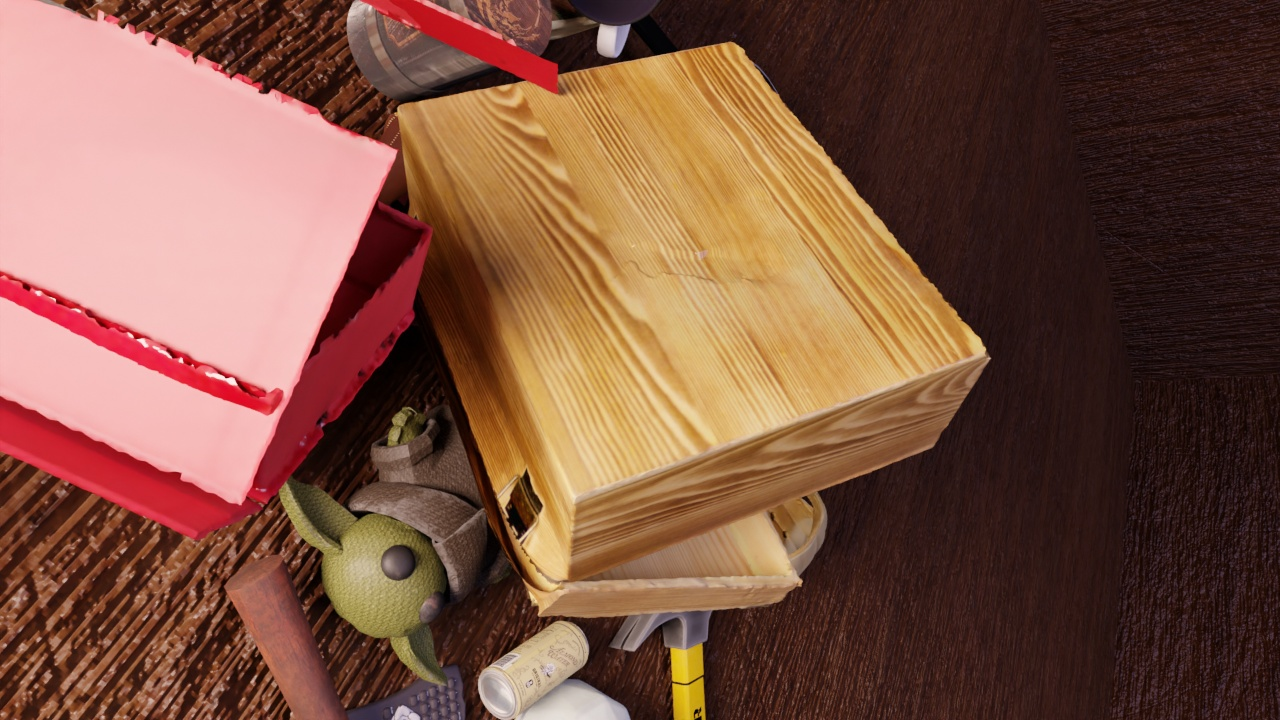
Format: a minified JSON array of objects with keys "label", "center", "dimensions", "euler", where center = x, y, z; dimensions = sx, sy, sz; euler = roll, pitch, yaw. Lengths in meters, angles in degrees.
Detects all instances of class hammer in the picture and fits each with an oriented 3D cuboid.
[{"label":"hammer","center":[-0.162,0.244,0.520],"dimensions":[0.110,0.028,0.301],"euler":[-36,118,-46]},{"label":"hammer","center":[0.042,0.350,0.800],"dimensions":[0.169,0.034,0.324],"euler":[0,87,-52]}]

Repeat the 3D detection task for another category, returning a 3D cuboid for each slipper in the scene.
[{"label":"slipper","center":[0.125,0.156,0.870],"dimensions":[0.111,0.079,0.261],"euler":[-56,137,-17]}]

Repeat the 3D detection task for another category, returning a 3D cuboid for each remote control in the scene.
[{"label":"remote control","center":[-0.155,0.227,0.563],"dimensions":[0.124,0.009,0.046],"euler":[-7,91,-54]}]

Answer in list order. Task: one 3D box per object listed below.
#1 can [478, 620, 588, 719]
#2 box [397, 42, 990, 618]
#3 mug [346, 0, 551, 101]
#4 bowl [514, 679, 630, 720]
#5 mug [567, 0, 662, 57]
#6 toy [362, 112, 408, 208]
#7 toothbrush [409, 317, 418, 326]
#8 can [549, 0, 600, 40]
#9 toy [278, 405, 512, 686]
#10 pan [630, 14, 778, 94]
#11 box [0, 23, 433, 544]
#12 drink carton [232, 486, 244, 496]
[{"label":"can","center":[-0.074,0.217,0.650],"dimensions":[0.079,0.038,0.038],"euler":[-20,101,-53]},{"label":"box","center":[-0.014,0.007,0.575],"dimensions":[0.269,0.265,0.279],"euler":[-16,58,-20]},{"label":"mug","center":[-0.120,-0.232,0.590],"dimensions":[0.080,0.107,0.115],"euler":[33,60,-47]},{"label":"bowl","center":[-0.040,0.295,0.667],"dimensions":[0.117,0.061,0.117],"euler":[10,77,-54]},{"label":"mug","center":[-0.010,-0.284,0.665],"dimensions":[0.100,0.085,0.119],"euler":[-68,172,-48]},{"label":"toy","center":[-0.141,-0.114,0.609],"dimensions":[0.103,0.071,0.090],"euler":[-61,149,-7]},{"label":"toothbrush","center":[-0.124,-0.026,0.635],"dimensions":[0.184,0.016,0.015],"euler":[2,77,-55]},{"label":"can","center":[-0.085,-0.291,0.678],"dimensions":[0.130,0.073,0.101],"euler":[-34,115,-50]},{"label":"toy","center":[-0.126,0.097,0.561],"dimensions":[0.152,0.078,0.179],"euler":[-55,130,-41]},{"label":"pan","center":[0.060,-0.237,0.887],"dimensions":[0.355,0.044,0.203],"euler":[36,57,-45]},{"label":"box","center":[-0.216,-0.011,0.201],"dimensions":[0.138,0.214,0.466],"euler":[-64,-179,19]},{"label":"drink carton","center":[-0.208,0.005,0.487],"dimensions":[0.076,0.049,0.124],"euler":[56,45,-32]}]
